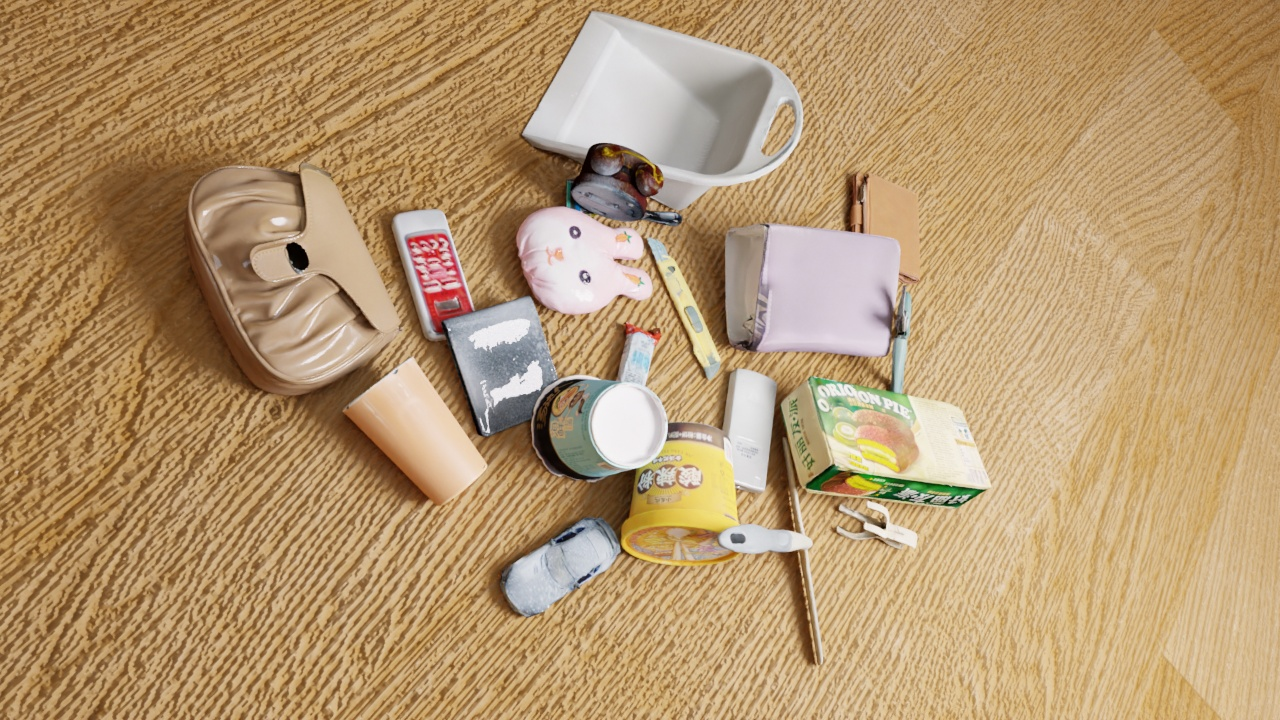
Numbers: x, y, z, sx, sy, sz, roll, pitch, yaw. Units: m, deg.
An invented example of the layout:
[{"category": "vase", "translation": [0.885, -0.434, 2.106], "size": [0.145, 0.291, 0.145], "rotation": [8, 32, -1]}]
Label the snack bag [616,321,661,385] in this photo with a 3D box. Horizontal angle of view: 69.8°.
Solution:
[{"category": "snack bag", "translation": [-0.006, 0.006, 0.975], "size": [0.045, 0.026, 0.105], "rotation": [21, 65, -18]}]

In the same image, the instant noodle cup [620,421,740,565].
[{"category": "instant noodle cup", "translation": [0.044, 0.131, 0.909], "size": [0.118, 0.119, 0.114], "rotation": [17, 58, -21]}]

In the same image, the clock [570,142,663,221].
[{"category": "clock", "translation": [-0.023, -0.189, 0.956], "size": [0.082, 0.122, 0.055], "rotation": [22, 76, -17]}]

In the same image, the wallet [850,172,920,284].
[{"category": "wallet", "translation": [0.321, -0.174, 1.199], "size": [0.107, 0.031, 0.131], "rotation": [16, 65, -24]}]

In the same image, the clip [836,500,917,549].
[{"category": "clip", "translation": [0.275, 0.187, 1.030], "size": [0.104, 0.089, 0.034], "rotation": [18, 65, -8]}]

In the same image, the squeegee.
[{"category": "squeegee", "translation": [0.136, 0.177, 0.896], "size": [0.246, 0.039, 0.246], "rotation": [25, 55, -60]}]

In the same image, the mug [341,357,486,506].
[{"category": "mug", "translation": [-0.200, 0.068, 0.832], "size": [0.078, 0.078, 0.123], "rotation": [-42, 99, -31]}]

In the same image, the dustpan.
[{"category": "dustpan", "translation": [0.042, -0.293, 1.038], "size": [0.257, 0.143, 0.222], "rotation": [31, 61, -16]}]

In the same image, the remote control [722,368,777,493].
[{"category": "remote control", "translation": [0.118, 0.076, 1.017], "size": [0.056, 0.019, 0.135], "rotation": [18, 65, -20]}]

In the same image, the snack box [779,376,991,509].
[{"category": "snack box", "translation": [0.279, 0.096, 1.040], "size": [0.239, 0.063, 0.114], "rotation": [10, 52, -28]}]

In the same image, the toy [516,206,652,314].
[{"category": "toy", "translation": [-0.056, -0.107, 0.978], "size": [0.159, 0.054, 0.121], "rotation": [-6, 75, -36]}]

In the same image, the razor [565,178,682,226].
[{"category": "razor", "translation": [-0.019, -0.169, 1.032], "size": [0.142, 0.022, 0.042], "rotation": [7, 70, -22]}]

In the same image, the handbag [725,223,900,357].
[{"category": "handbag", "translation": [0.197, -0.078, 1.064], "size": [0.196, 0.099, 0.145], "rotation": [2, 88, -27]}]

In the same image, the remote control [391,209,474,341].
[{"category": "remote control", "translation": [-0.204, -0.086, 0.912], "size": [0.055, 0.020, 0.136], "rotation": [-13, 79, -29]}]

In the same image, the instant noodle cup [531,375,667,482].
[{"category": "instant noodle cup", "translation": [-0.034, 0.062, 0.876], "size": [0.111, 0.121, 0.111], "rotation": [3, 82, -25]}]

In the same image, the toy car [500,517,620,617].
[{"category": "toy car", "translation": [-0.075, 0.194, 0.871], "size": [0.120, 0.037, 0.054], "rotation": [-28, 87, -28]}]

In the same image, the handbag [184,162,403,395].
[{"category": "handbag", "translation": [-0.307, -0.078, 0.811], "size": [0.147, 0.100, 0.204], "rotation": [-25, 89, -35]}]

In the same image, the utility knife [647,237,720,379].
[{"category": "utility knife", "translation": [0.049, -0.061, 1.037], "size": [0.030, 0.019, 0.175], "rotation": [-20, 78, -37]}]

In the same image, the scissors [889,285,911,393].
[{"category": "scissors", "translation": [0.309, -0.014, 1.091], "size": [0.019, 0.174, 0.176], "rotation": [7, 88, 16]}]

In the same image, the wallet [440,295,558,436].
[{"category": "wallet", "translation": [-0.134, 0.005, 0.907], "size": [0.097, 0.019, 0.121], "rotation": [-20, 95, -30]}]
